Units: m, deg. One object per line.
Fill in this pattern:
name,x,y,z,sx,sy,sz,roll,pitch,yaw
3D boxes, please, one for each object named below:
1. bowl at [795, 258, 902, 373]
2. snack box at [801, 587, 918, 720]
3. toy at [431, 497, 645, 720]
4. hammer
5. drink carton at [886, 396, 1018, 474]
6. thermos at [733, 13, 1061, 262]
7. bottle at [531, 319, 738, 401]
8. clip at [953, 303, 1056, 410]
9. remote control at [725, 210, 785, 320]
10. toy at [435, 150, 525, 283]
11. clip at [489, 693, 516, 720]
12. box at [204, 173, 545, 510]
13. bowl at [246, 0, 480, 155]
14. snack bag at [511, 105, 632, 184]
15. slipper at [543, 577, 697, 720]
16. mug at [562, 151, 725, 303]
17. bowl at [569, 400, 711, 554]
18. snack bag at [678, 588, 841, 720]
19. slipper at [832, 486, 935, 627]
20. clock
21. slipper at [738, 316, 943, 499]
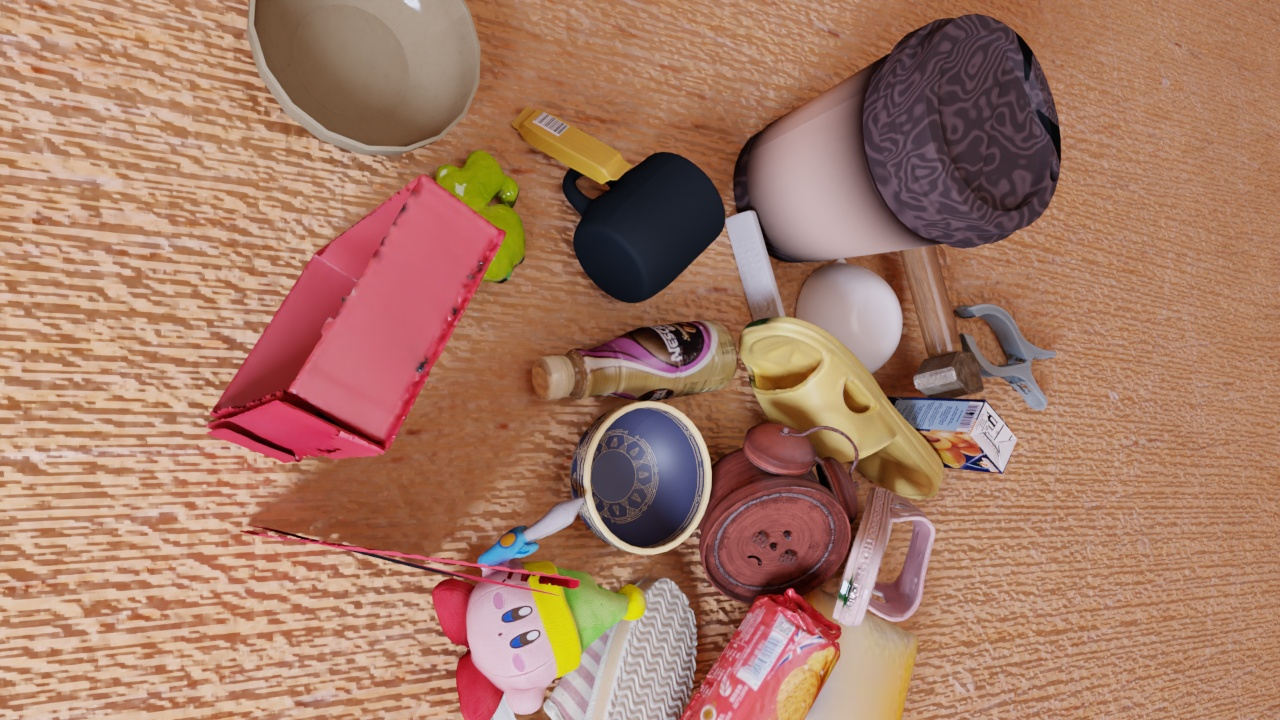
bowl,0.205,-0.038,0.860,0.114,0.051,0.114,4,83,-33
snack box,0.149,0.301,0.771,0.145,0.081,0.195,30,69,-27
toy,-0.067,0.170,0.627,0.131,0.097,0.124,-21,70,1
hammer,0.268,-0.108,0.893,0.157,0.037,0.300,0,76,-62
drink carton,0.271,0.067,0.847,0.064,0.130,0.040,43,68,-24
thermos,0.198,-0.164,0.762,0.172,0.227,0.172,4,83,-33
bottle,-0.004,0.004,0.714,0.165,0.060,0.059,-8,89,-32
clip,0.401,-0.025,1.002,0.163,0.028,0.112,30,72,-29
remote control,0.106,-0.066,0.808,0.012,0.033,0.131,-21,97,-38
toy,-0.117,-0.101,0.665,0.094,0.036,0.093,-40,102,-37
clip,-0.098,0.280,0.638,0.056,0.056,0.102,-31,102,-57
box,-0.257,-0.040,0.465,0.351,0.218,0.197,31,68,-26
bowl,-0.188,-0.209,0.618,0.152,0.051,0.152,4,83,-33
snack bag,-0.053,-0.163,0.698,0.099,0.020,0.026,31,61,13
slipper,-0.028,0.281,0.664,0.115,0.052,0.262,52,47,-35
mug,-0.009,-0.113,0.716,0.121,0.085,0.094,40,61,8
bowl,-0.009,0.088,0.700,0.112,0.061,0.112,4,83,-33
snack bag,0.081,0.254,0.682,0.082,0.082,0.176,44,71,-22
slipper,0.205,0.163,0.755,0.239,0.064,0.094,0,105,-71
clock,0.110,0.117,0.730,0.120,0.072,0.158,36,107,-26
slipper,0.170,0.061,0.801,0.263,0.100,0.078,40,67,-28
